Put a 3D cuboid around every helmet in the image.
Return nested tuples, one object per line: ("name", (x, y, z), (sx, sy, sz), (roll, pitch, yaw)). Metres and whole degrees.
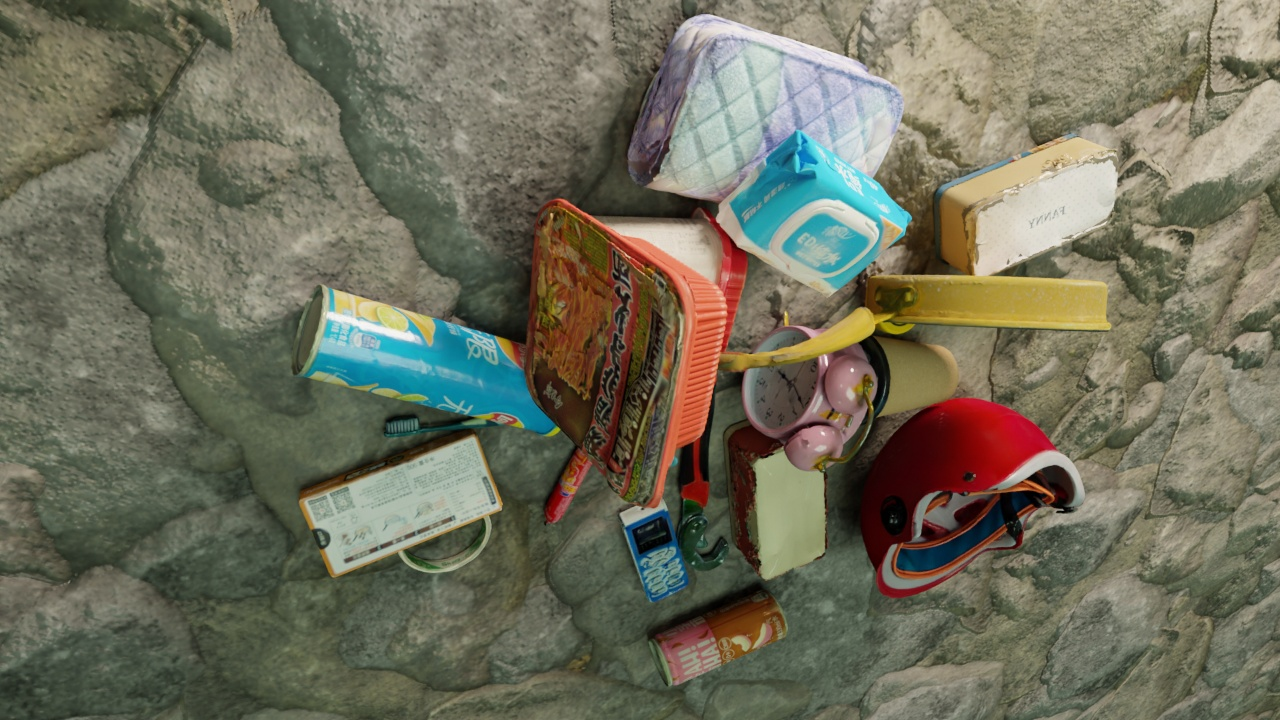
("helmet", (0.323, 0.133, 0.970), (0.206, 0.143, 0.241), (10, 133, -36))

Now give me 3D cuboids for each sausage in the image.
("sausage", (-0.053, 0.091, 0.846), (0.020, 0.020, 0.156), (19, 109, -32))

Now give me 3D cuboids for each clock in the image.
("clock", (0.153, 0.032, 0.818), (0.059, 0.158, 0.117), (17, 109, -34))

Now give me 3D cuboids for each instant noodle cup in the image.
("instant noodle cup", (-0.011, -0.012, 0.627), (0.079, 0.189, 0.165), (-9, 122, -34))
("instant noodle cup", (0.006, -0.062, 0.731), (0.124, 0.116, 0.116), (7, 116, -14))

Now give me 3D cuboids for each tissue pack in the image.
("tissue pack", (0.133, -0.108, 0.700), (0.140, 0.063, 0.090), (21, 129, -39))

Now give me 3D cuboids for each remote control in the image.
("remote control", (0.014, 0.193, 0.933), (0.049, 0.024, 0.125), (-23, 127, -11))

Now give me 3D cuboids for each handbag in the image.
("handbag", (0.099, -0.182, 0.718), (0.193, 0.075, 0.134), (8, 120, -27))

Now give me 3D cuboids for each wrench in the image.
("wrench", (0.059, 0.107, 0.908), (0.056, 0.016, 0.274), (-15, 124, -16))

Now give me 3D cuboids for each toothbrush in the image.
("toothbrush", (-0.123, 0.048, 0.790), (0.191, 0.016, 0.018), (-6, 110, -21))

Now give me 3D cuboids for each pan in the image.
("pan", (0.217, -0.031, 0.751), (0.356, 0.198, 0.078), (0, 94, -24))

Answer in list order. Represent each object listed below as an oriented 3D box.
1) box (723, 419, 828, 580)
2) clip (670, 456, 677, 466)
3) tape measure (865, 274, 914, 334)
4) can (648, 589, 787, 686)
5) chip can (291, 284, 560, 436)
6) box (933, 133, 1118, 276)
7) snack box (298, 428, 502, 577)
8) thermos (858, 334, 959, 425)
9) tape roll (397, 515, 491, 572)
("box", (0.141, 0.141, 0.929), (0.091, 0.076, 0.168), (-18, 124, -15))
("clip", (0.007, 0.084, 0.867), (0.054, 0.033, 0.013), (11, 111, -15))
("tape measure", (0.242, -0.055, 0.884), (0.060, 0.029, 0.057), (-2, 102, -23))
("can", (0.086, 0.305, 1.012), (0.147, 0.058, 0.058), (-19, 125, -13))
("chip can", (-0.155, 0.004, 0.714), (0.210, 0.071, 0.071), (17, 110, -31))
("box", (0.361, -0.144, 0.872), (0.184, 0.059, 0.090), (-20, 124, -10))
("snack box", (-0.201, 0.119, 0.778), (0.153, 0.026, 0.075), (-21, 108, -13))
("thermos", (0.240, 0.015, 0.896), (0.143, 0.093, 0.093), (-2, 120, -33))
("tape roll", (-0.178, 0.154, 0.829), (0.085, 0.014, 0.086), (-11, 122, -18))
